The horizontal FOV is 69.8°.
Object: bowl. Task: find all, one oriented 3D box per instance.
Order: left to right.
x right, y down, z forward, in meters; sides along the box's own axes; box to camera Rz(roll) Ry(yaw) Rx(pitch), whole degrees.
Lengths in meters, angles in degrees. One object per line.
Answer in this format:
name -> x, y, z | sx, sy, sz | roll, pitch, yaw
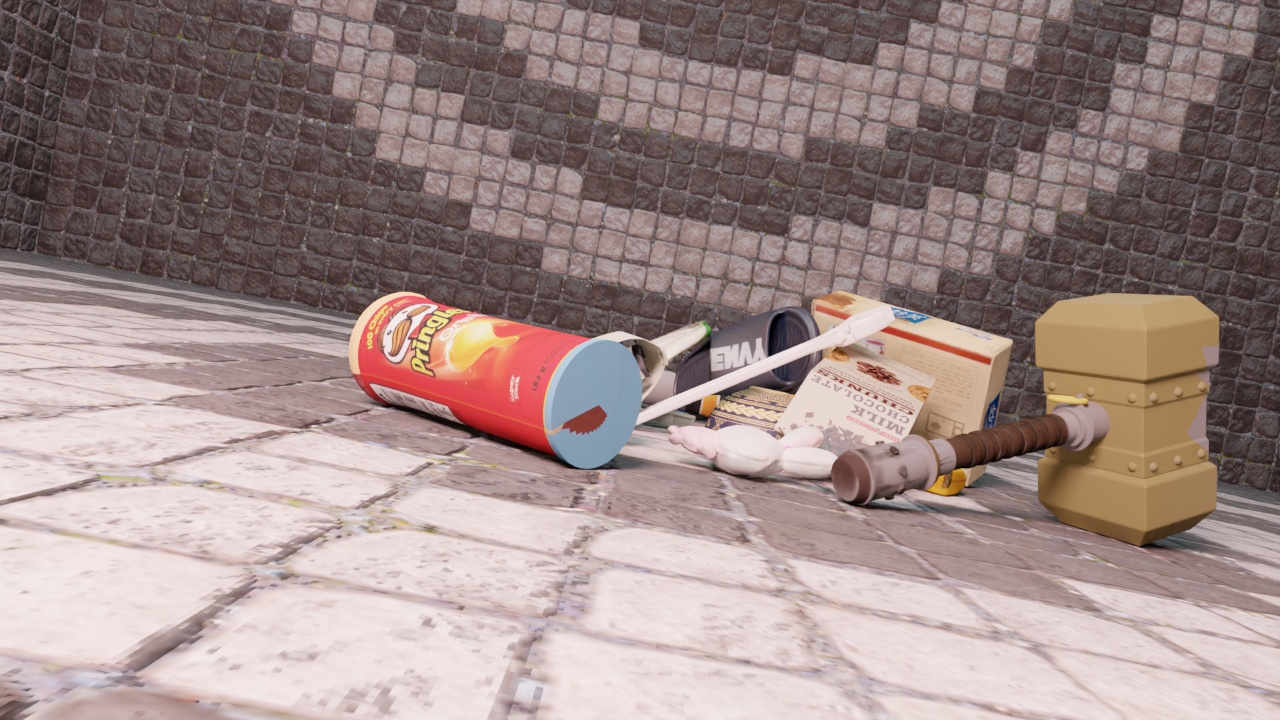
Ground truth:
bowl -> 0.122, 0.059, 0.908 | 0.112, 0.061, 0.112 | 11, 1, 0

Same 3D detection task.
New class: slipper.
slipper -> 0.102, 0.002, 1.075 | 0.083, 0.110, 0.269 | 13, -21, -30

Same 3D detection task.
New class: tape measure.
tape measure -> 0.269, 0.105, 0.856 | 0.059, 0.030, 0.068 | 14, 2, 34

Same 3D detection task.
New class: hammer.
hammer -> 0.286, 0.061, 0.699 | 0.324, 0.190, 0.101 | -9, 10, -24

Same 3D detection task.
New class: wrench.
wrench -> 0.110, 0.008, 0.871 | 0.273, 0.018, 0.066 | -23, 2, 9

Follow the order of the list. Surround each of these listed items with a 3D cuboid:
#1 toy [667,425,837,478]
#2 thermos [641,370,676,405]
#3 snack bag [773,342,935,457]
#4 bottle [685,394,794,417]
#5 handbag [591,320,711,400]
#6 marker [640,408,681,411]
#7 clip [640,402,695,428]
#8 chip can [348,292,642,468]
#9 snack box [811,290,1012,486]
toy -> 0.082, 0.068, 0.686 | 0.125, 0.037, 0.076 | 4, 10, -7
thermos -> -0.043, 0.027, 1.196 | 0.223, 0.052, 0.052 | 10, 1, -41
snack bag -> 0.189, 0.051, 0.810 | 0.094, 0.070, 0.205 | 26, 22, 17
bottle -> 0.139, 0.062, 0.991 | 0.182, 0.059, 0.059 | 11, 1, 3
handbag -> -0.006, 0.005, 0.939 | 0.176, 0.074, 0.151 | -20, 7, -9
marker -> 0.002, 0.060, 1.046 | 0.013, 0.013, 0.141 | 12, 2, 41
clip -> 0.019, 0.059, 0.968 | 0.076, 0.023, 0.043 | 13, -1, -15
chip can -> -0.105, 0.009, 0.630 | 0.214, 0.087, 0.087 | 13, 2, 40
snack box -> 0.279, 0.025, 0.992 | 0.207, 0.153, 0.055 | 22, 32, 38
